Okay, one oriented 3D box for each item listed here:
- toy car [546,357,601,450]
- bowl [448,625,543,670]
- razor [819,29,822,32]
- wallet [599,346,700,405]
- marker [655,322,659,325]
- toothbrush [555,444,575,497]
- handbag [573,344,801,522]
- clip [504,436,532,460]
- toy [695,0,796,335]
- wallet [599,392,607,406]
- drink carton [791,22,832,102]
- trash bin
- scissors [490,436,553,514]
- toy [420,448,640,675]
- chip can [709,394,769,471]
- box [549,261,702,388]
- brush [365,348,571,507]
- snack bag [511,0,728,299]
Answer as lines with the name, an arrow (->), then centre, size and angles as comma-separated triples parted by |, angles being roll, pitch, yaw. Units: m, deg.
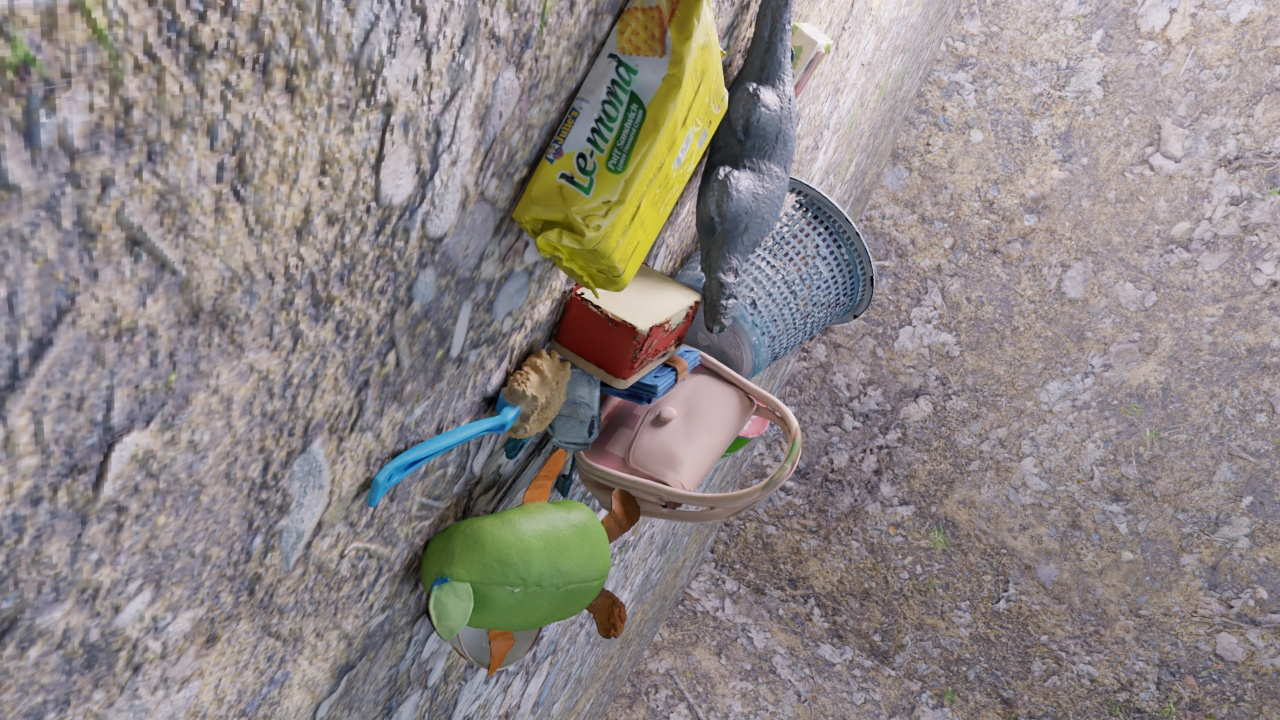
toy car -> -0.066, 0.044, 0.886 | 0.121, 0.054, 0.036 | 95, 5, -49
bowl -> -0.153, 0.243, 0.906 | 0.113, 0.062, 0.113 | 5, 84, -48
razor -> 0.162, -0.358, 1.036 | 0.142, 0.022, 0.043 | -30, 157, -54
wallet -> -0.006, 0.006, 0.946 | 0.132, 0.106, 0.040 | -35, 135, -62
marker -> 0.012, -0.049, 1.080 | 0.131, 0.018, 0.022 | 56, 18, -73
toothbrush -> -0.072, 0.083, 1.043 | 0.016, 0.018, 0.192 | -30, 144, -48
handbag -> 0.062, 0.087, 0.967 | 0.192, 0.234, 0.093 | -49, 133, -27
clip -> -0.111, 0.070, 0.872 | 0.056, 0.014, 0.041 | -57, 165, -29
toy -> 0.111, -0.202, 0.951 | 0.137, 0.091, 0.356 | -19, 120, -82
wallet -> -0.022, 0.044, 1.069 | 0.101, 0.020, 0.115 | -13, 131, -41
drink carton -> 0.159, -0.309, 1.016 | 0.053, 0.045, 0.123 | -28, 156, -55
trash bin -> 0.139, -0.085, 1.130 | 0.194, 0.226, 0.227 | -41, 158, -26
scissors -> -0.096, 0.097, 0.961 | 0.145, 0.014, 0.172 | -2, 115, -63
toy -> -0.099, 0.190, 0.855 | 0.246, 0.090, 0.227 | 11, 94, -45
chip can -> 0.075, 0.111, 1.170 | 0.072, 0.072, 0.237 | -52, -178, -36
box -> -0.005, -0.044, 0.878 | 0.079, 0.091, 0.168 | -66, 166, 24
brush -> -0.130, 0.053, 0.734 | 0.253, 0.046, 0.083 | -32, 151, -58
snack bag -> -0.001, -0.167, 0.707 | 0.246, 0.068, 0.158 | -62, 167, -4
